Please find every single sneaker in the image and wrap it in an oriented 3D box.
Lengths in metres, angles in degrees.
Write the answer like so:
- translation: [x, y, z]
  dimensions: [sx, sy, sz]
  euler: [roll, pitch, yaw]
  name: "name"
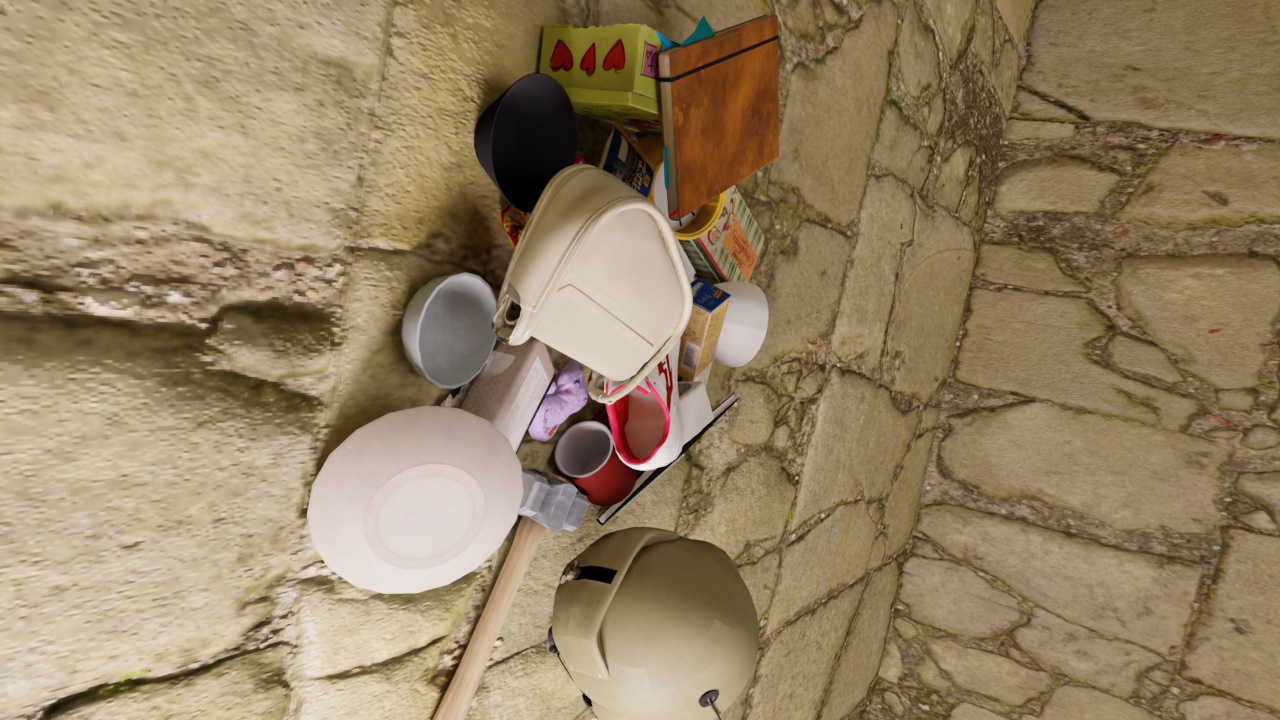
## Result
- translation: [-0.006, 0.006, 1.024]
  dimensions: [0.104, 0.090, 0.236]
  euler: [-5, 91, -77]
  name: "sneaker"

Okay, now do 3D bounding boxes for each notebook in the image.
- translation: [0.038, 0.128, 1.203]
  dimensions: [0.206, 0.016, 0.149]
  euler: [-34, 168, -48]
  name: "notebook"
- translation: [0.084, -0.264, 0.953]
  dimensions: [0.248, 0.014, 0.179]
  euler: [-39, 132, -47]
  name: "notebook"

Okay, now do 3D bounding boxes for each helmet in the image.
- translation: [0.010, 0.303, 1.058]
  dimensions: [0.249, 0.256, 0.233]
  euler: [-60, 150, -27]
  name: "helmet"

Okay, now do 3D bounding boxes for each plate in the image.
- translation: [-0.190, 0.130, 0.802]
  dimensions: [0.188, 0.027, 0.189]
  euler: [-10, 117, -22]
  name: "plate"

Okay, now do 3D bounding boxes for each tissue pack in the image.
- translation: [-0.153, 0.056, 0.903]
  dimensions: [0.181, 0.071, 0.104]
  euler: [-62, 162, -20]
  name: "tissue pack"

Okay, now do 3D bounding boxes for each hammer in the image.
- translation: [-0.158, 0.274, 0.999]
  dimensions: [0.117, 0.051, 0.322]
  euler: [38, 73, -58]
  name: "hammer"

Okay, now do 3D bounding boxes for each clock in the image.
- translation: [0.035, -0.203, 1.076]
  dimensions: [0.151, 0.052, 0.113]
  euler: [7, 97, -37]
  name: "clock"

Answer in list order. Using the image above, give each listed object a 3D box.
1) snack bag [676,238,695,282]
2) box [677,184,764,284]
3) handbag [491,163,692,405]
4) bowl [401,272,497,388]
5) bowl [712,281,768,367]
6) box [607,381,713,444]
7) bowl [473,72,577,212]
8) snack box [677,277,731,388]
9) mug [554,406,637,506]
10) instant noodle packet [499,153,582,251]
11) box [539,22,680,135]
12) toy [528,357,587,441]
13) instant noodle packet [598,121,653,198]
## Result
- translation: [0.027, -0.079, 1.154]
  dimensions: [0.144, 0.039, 0.131]
  euler: [-65, 153, -14]
  name: "snack bag"
- translation: [0.105, -0.173, 1.236]
  dimensions: [0.117, 0.050, 0.205]
  euler: [-66, 149, -14]
  name: "box"
- translation: [-0.051, -0.075, 0.891]
  dimensions: [0.184, 0.132, 0.229]
  euler: [-51, 144, 2]
  name: "handbag"
- translation: [-0.178, -0.030, 0.834]
  dimensions: [0.106, 0.039, 0.106]
  euler: [-31, 128, -50]
  name: "bowl"
- translation: [0.111, -0.052, 1.219]
  dimensions: [0.065, 0.116, 0.116]
  euler: [11, 93, -28]
  name: "bowl"
- translation: [0.013, 0.034, 1.128]
  dimensions: [0.102, 0.110, 0.130]
  euler: [-31, 109, -48]
  name: "box"
- translation: [-0.116, -0.203, 0.848]
  dimensions: [0.123, 0.053, 0.124]
  euler: [-31, 128, -50]
  name: "bowl"
- translation: [0.059, -0.003, 1.178]
  dimensions: [0.056, 0.057, 0.207]
  euler: [-40, 151, -44]
  name: "snack box"
- translation: [-0.047, 0.108, 1.086]
  dimensions: [0.082, 0.073, 0.105]
  euler: [57, 42, -52]
  name: "mug"
- translation: [-0.090, -0.142, 0.935]
  dimensions: [0.135, 0.040, 0.099]
  euler: [-55, 140, -34]
  name: "instant noodle packet"
- translation: [0.004, -0.284, 0.947]
  dimensions: [0.220, 0.124, 0.082]
  euler: [-12, 110, -59]
  name: "box"
- translation: [-0.091, 0.040, 1.012]
  dimensions: [0.099, 0.036, 0.080]
  euler: [-49, 145, -36]
  name: "toy"
- translation: [-0.025, -0.173, 0.976]
  dimensions: [0.087, 0.026, 0.134]
  euler: [37, 65, -54]
  name: "instant noodle packet"
